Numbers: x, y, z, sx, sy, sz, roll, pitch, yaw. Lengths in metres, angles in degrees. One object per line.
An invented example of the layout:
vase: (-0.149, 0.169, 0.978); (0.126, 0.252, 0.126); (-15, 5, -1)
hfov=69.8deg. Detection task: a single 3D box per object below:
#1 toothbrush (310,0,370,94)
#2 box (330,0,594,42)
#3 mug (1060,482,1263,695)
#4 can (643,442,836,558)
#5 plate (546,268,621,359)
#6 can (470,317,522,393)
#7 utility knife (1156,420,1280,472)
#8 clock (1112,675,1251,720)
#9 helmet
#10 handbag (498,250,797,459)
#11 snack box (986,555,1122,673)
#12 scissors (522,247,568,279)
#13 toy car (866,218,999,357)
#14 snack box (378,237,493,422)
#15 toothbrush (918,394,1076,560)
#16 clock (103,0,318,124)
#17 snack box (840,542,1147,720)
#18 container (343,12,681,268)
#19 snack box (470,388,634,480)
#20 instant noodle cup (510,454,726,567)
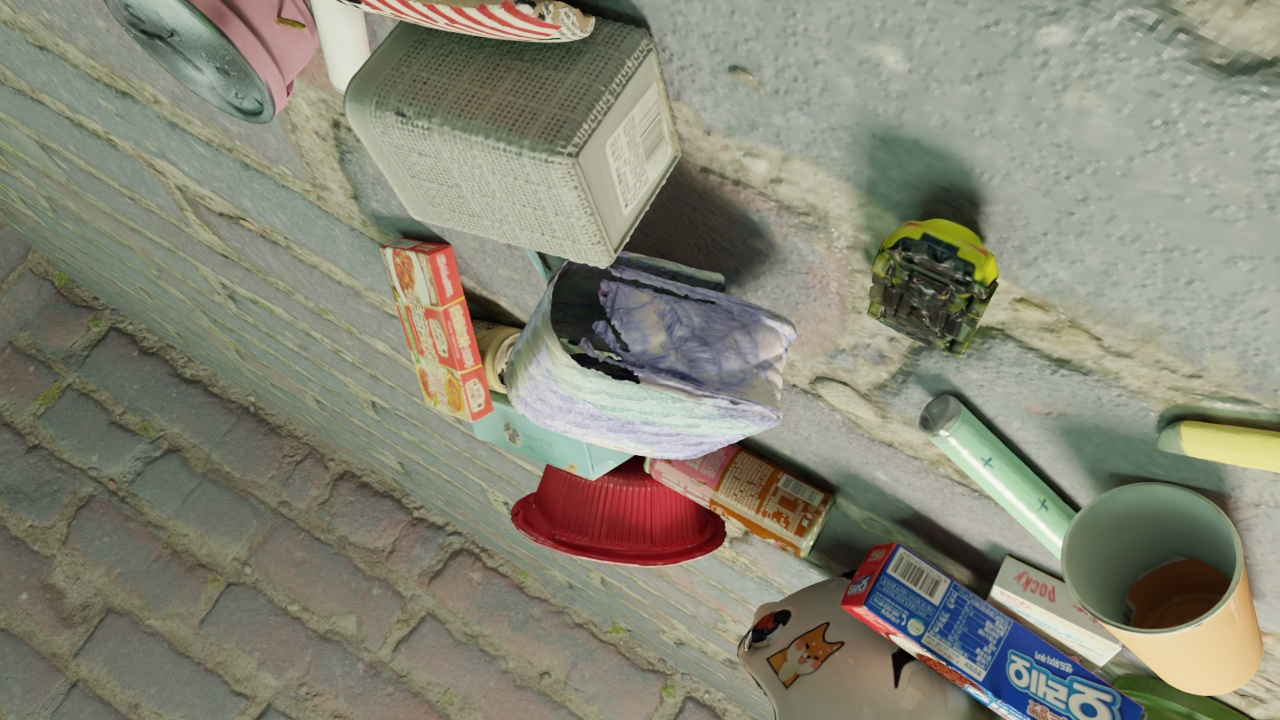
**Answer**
toothbrush: (-0.151, -0.199, 0.440); (0.026, 0.026, 0.221); (57, 162, 9)
box: (-0.089, -0.176, 0.361); (0.163, 0.083, 0.075); (16, -167, 13)
mug: (0.276, 0.126, 0.474); (0.078, 0.078, 0.123); (10, 154, 48)
can: (0.079, 0.100, 0.735); (0.147, 0.057, 0.058); (27, 160, 18)
plate: (0.015, -0.012, 0.627); (0.179, 0.024, 0.180); (28, 158, 12)
can: (-0.142, -0.006, 0.827); (0.116, 0.058, 0.058); (13, 152, 45)
utility knife: (0.300, 0.047, 0.330); (0.031, 0.022, 0.221); (42, 165, -35)
clock: (0.402, 0.295, 0.696); (0.116, 0.056, 0.161); (32, 161, 6)
helmet: (0.210, 0.277, 0.758); (0.230, 0.157, 0.273); (37, -155, -14)
handbag: (-0.003, 0.003, 0.524); (0.134, 0.075, 0.194); (15, 164, -12)
snack box: (0.295, 0.197, 0.674); (0.085, 0.026, 0.157); (25, 158, 25)
scissors: (-0.084, -0.094, 0.601); (0.133, 0.017, 0.130); (30, 158, -4)
toy car: (0.126, -0.032, 0.396); (0.048, 0.032, 0.105); (27, 171, 17)
snack box: (-0.171, -0.026, 0.775); (0.075, 0.025, 0.153); (15, 125, 44)
toothbrush: (0.239, 0.095, 0.525); (0.224, 0.027, 0.026); (40, 173, -17)
clock: (-0.258, -0.201, 0.553); (0.117, 0.059, 0.159); (41, 158, -23)
snack box: (0.249, 0.211, 0.656); (0.207, 0.057, 0.058); (33, 164, 4)
container: (-0.051, -0.105, 0.416); (0.114, 0.090, 0.090); (21, 157, 25)
snack box: (-0.075, 0.049, 0.811); (0.175, 0.074, 0.052); (12, 122, 44)
instant noodle cup: (-0.017, 0.118, 0.823); (0.194, 0.066, 0.193); (7, -171, -1)
